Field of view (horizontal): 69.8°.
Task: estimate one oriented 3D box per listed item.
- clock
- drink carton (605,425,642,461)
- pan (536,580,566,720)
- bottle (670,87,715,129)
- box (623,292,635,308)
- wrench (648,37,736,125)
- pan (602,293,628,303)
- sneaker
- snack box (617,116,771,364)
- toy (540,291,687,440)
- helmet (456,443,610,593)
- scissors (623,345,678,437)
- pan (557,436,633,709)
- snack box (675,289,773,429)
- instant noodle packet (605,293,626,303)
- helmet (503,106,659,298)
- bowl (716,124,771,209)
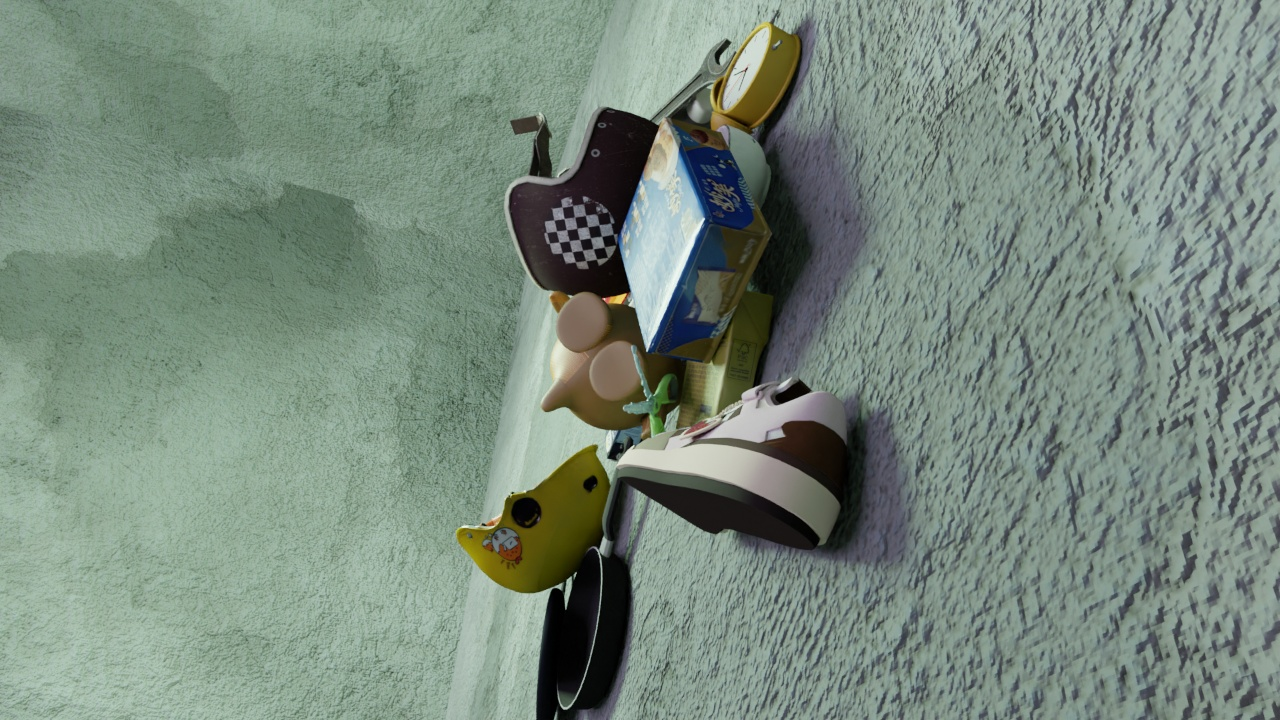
[{"bbox_3d":[0.122,-0.310,1.034,0.152,0.052,0.113,-51,25,41],"label":"clock"},{"bbox_3d":[-0.011,0.073,1.258,0.064,0.040,0.130,-97,24,-59],"label":"drink carton"},{"bbox_3d":[-0.122,0.392,1.381,0.355,0.021,0.199,-85,-1,-63],"label":"pan"},{"bbox_3d":[0.061,-0.312,1.262,0.174,0.083,0.046,135,147,-65],"label":"bottle"},{"bbox_3d":[0.019,-0.080,1.280,0.080,0.079,0.210,-48,-4,-36],"label":"box"},{"bbox_3d":[0.031,-0.327,1.215,0.274,0.010,0.070,-33,46,40],"label":"wrench"},{"bbox_3d":[-0.015,-0.171,1.497,0.209,0.067,0.356,-114,37,-77],"label":"pan"},{"bbox_3d":[0.072,0.071,0.755,0.116,0.111,0.294,-60,13,-15],"label":"sneaker"},{"bbox_3d":[0.045,-0.122,0.906,0.202,0.069,0.155,-104,29,-49],"label":"snack box"},{"bbox_3d":[-0.006,0.006,1.036,0.163,0.203,0.198,-43,68,16],"label":"toy"},{"bbox_3d":[-0.124,0.241,1.306,0.240,0.139,0.209,-35,-10,12],"label":"helmet"},{"bbox_3d":[0.012,0.037,0.890,0.171,0.028,0.138,75,-155,-51],"label":"scissors"},{"bbox_3d":[-0.045,0.273,1.178,0.204,0.044,0.356,-145,69,-76],"label":"pan"},{"bbox_3d":[0.080,0.021,0.916,0.121,0.045,0.181,-176,96,-74],"label":"snack box"},{"bbox_3d":[-0.028,-0.188,1.313,0.160,0.032,0.220,125,145,-58],"label":"instant noodle packet"},{"bbox_3d":[-0.058,-0.195,1.122,0.232,0.254,0.234,-48,-49,-69],"label":"helmet"},{"bbox_3d":[0.102,-0.193,1.001,0.113,0.063,0.113,-167,91,-77],"label":"bowl"}]
